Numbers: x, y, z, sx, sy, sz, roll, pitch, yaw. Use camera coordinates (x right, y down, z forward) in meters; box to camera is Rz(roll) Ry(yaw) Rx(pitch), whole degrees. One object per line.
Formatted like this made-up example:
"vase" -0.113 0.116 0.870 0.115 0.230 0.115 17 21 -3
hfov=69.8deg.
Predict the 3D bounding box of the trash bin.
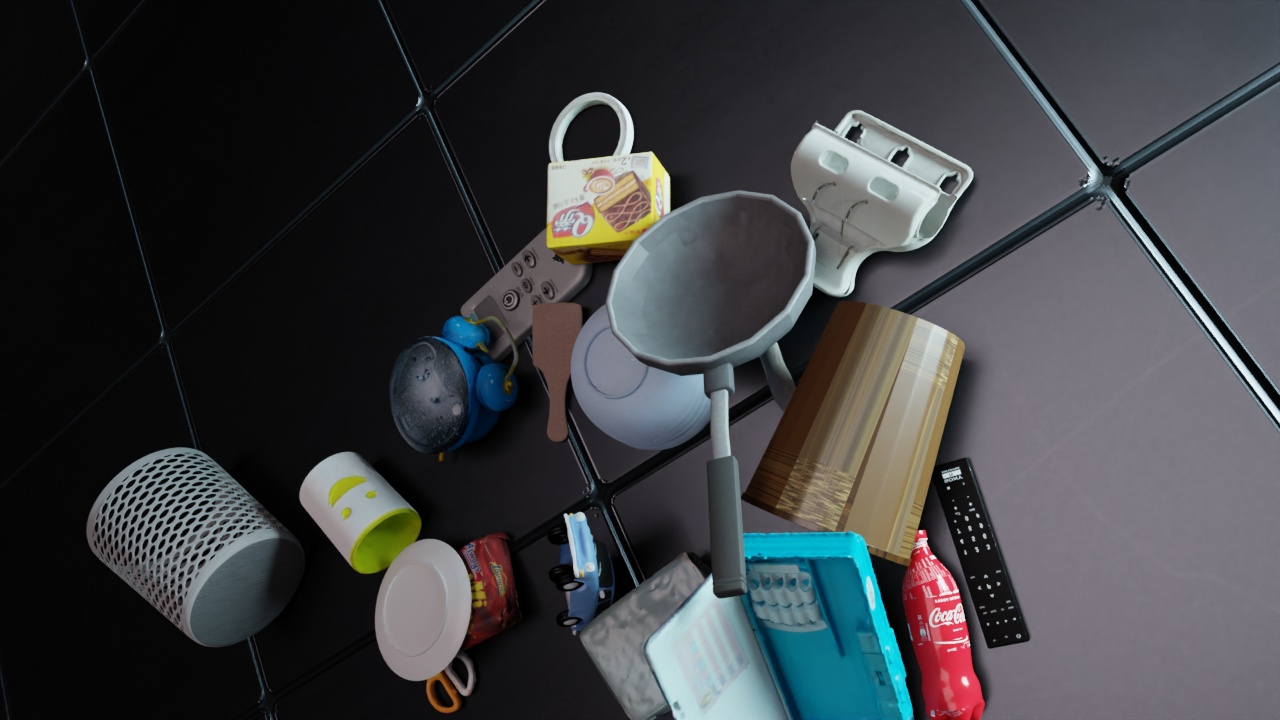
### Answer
"trash bin" -0.487 0.209 1.021 0.183 0.156 0.156 29 97 26

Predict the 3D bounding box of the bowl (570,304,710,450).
"bowl" -0.005 0.005 0.824 0.151 0.074 0.150 -4 82 28

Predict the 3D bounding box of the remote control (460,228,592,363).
"remote control" -0.116 -0.070 0.927 0.151 0.019 0.074 -40 66 19

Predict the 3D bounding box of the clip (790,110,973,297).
"clip" 0.172 -0.127 0.743 0.126 0.104 0.152 39 92 30

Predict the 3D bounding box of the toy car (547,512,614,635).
"toy car" -0.050 0.186 0.795 0.054 0.154 0.056 -8 55 -10

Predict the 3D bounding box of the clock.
"clock" -0.182 0.024 0.917 0.162 0.060 0.116 -41 68 27

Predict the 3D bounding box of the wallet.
"wallet" 0.024 0.238 0.790 0.132 0.054 0.100 -40 75 17

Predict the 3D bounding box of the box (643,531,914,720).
"box" 0.105 0.233 0.662 0.171 0.084 0.227 -22 115 -1

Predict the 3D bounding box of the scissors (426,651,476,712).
"scissors" -0.211 0.294 0.934 0.065 0.013 0.128 -47 62 11

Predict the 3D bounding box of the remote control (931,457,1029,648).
"remote control" 0.256 0.145 0.696 0.030 0.009 0.140 -21 73 25

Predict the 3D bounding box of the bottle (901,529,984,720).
"bottle" 0.223 0.199 0.689 0.042 0.042 0.141 -15 76 26

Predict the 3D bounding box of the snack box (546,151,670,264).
"snack box" -0.030 -0.140 0.856 0.106 0.061 0.083 -3 81 17

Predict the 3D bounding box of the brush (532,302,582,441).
"brush" -0.080 0.011 0.898 0.050 0.015 0.135 0 90 9

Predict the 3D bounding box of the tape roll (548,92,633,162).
"tape roll" -0.050 -0.220 0.915 0.093 0.013 0.093 -4 81 28

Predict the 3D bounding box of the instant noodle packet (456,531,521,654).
"instant noodle packet" -0.178 0.236 0.904 0.136 0.039 0.098 -31 55 23

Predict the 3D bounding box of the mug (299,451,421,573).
"mug" -0.293 0.158 0.959 0.106 0.082 0.082 37 101 29

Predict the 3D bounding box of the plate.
"plate" -0.218 0.242 0.897 0.135 0.011 0.134 -13 68 33

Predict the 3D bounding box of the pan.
"pan" 0.060 0.011 0.698 0.179 0.041 0.356 -15 50 19

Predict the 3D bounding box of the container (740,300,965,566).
"container" 0.167 0.051 0.695 0.132 0.132 0.167 19 86 30

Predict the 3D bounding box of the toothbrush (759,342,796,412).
"toothbrush" 0.120 0.019 0.784 0.024 0.022 0.185 -46 60 56
